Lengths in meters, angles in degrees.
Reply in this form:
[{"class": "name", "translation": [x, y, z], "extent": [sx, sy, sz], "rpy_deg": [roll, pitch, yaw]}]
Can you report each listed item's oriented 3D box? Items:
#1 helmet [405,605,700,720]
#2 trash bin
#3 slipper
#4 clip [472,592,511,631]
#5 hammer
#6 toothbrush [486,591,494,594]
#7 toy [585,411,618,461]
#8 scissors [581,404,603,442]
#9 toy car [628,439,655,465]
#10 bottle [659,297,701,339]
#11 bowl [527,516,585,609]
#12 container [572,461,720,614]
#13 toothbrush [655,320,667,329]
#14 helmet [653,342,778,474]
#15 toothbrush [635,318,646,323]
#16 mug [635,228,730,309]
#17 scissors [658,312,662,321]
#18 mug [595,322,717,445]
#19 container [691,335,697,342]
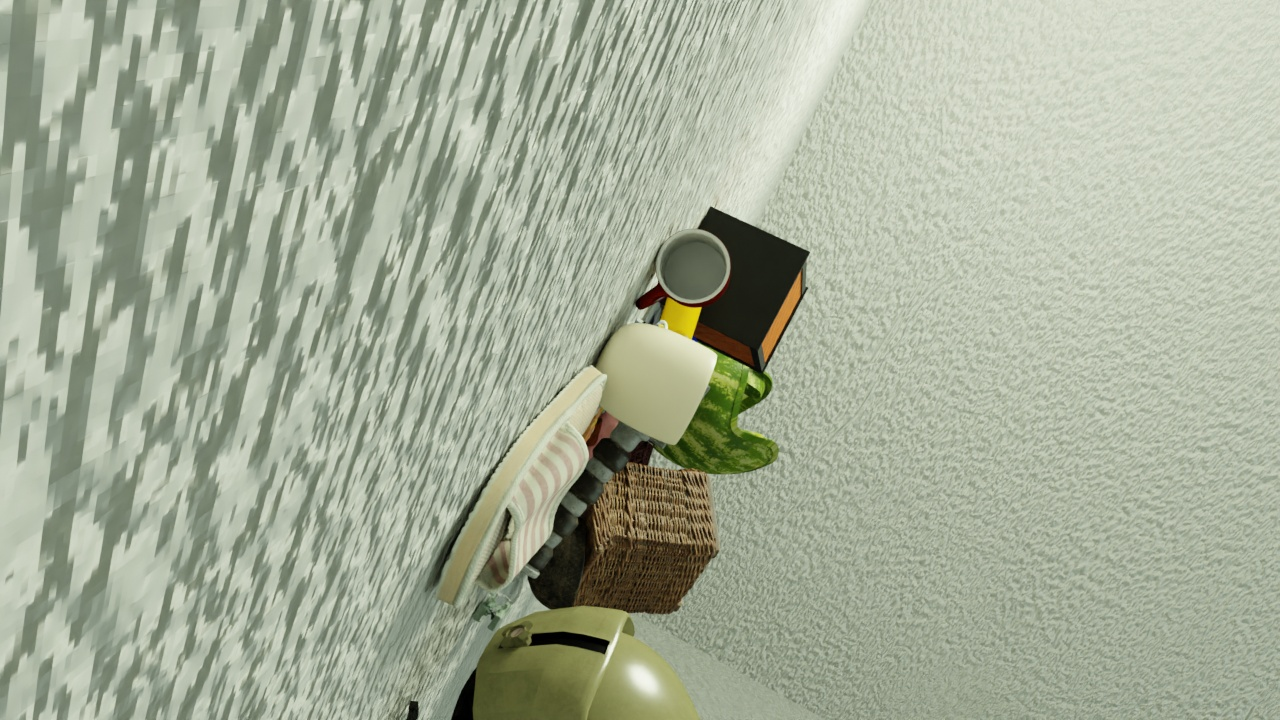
[{"class": "helmet", "translation": [-0.069, 0.339, 0.824], "extent": [0.233, 0.255, 0.249], "rpy_deg": [-61, 178, 26]}, {"class": "trash bin", "translation": [0.130, -0.088, 1.227], "extent": [0.139, 0.140, 0.172], "rpy_deg": [-62, 167, -5]}, {"class": "slipper", "translation": [-0.076, 0.094, 0.715], "extent": [0.115, 0.052, 0.262], "rpy_deg": [-66, 174, 34]}, {"class": "clip", "translation": [-0.160, 0.271, 0.994], "extent": [0.023, 0.044, 0.076], "rpy_deg": [-57, 176, -2]}, {"class": "hammer", "translation": [-0.054, 0.130, 0.995], "extent": [0.326, 0.079, 0.177], "rpy_deg": [-51, 175, -6]}, {"class": "toothbrush", "translation": [-0.134, 0.192, 0.868], "extent": [0.012, 0.017, 0.187], "rpy_deg": [-36, 163, -28]}, {"class": "toy", "translation": [-0.039, 0.096, 1.159], "extent": [0.090, 0.051, 0.109], "rpy_deg": [-61, 179, 18]}, {"class": "scissors", "translation": [-0.048, 0.055, 1.056], "extent": [0.125, 0.011, 0.131], "rpy_deg": [-61, 176, -2]}, {"class": "toy car", "translation": [-0.022, 0.137, 1.313], "extent": [0.070, 0.062, 0.170], "rpy_deg": [-25, 150, -27]}, {"class": "bottle", "translation": [0.050, -0.063, 1.100], "extent": [0.043, 0.043, 0.143], "rpy_deg": [108, 0, -66]}, {"class": "bowl", "translation": [-0.113, 0.254, 1.160], "extent": [0.121, 0.056, 0.121], "rpy_deg": [-169, -89, -75]}, {"class": "container", "translation": [-0.010, 0.250, 1.261], "extent": [0.251, 0.183, 0.162], "rpy_deg": [113, -22, -48]}, {"class": "toothbrush", "translation": [-0.006, 0.006, 1.093], "extent": [0.022, 0.015, 0.155], "rpy_deg": [-85, -158, -43]}, {"class": "helmet", "translation": [0.113, 0.081, 1.620], "extent": [0.244, 0.247, 0.212], "rpy_deg": [-21, -138, 26]}, {"class": "toothbrush", "translation": [-0.005, -0.019, 1.098], "extent": [0.014, 0.014, 0.168], "rpy_deg": [-60, 176, -14]}, {"class": "mug", "translation": [0.041, -0.083, 0.931], "extent": [0.106, 0.073, 0.082], "rpy_deg": [-34, 178, 5]}, {"class": "scissors", "translation": [0.057, -0.099, 1.278], "extent": [0.145, 0.019, 0.133], "rpy_deg": [-53, 167, -33]}, {"class": "mug", "translation": [0.010, 0.008, 0.875], "extent": [0.119, 0.100, 0.096], "rpy_deg": [-66, -178, -46]}, {"class": "container", "translation": [0.025, 0.009, 1.213], "extent": [0.114, 0.058, 0.096], "rpy_deg": [-62, -174, -16]}]
